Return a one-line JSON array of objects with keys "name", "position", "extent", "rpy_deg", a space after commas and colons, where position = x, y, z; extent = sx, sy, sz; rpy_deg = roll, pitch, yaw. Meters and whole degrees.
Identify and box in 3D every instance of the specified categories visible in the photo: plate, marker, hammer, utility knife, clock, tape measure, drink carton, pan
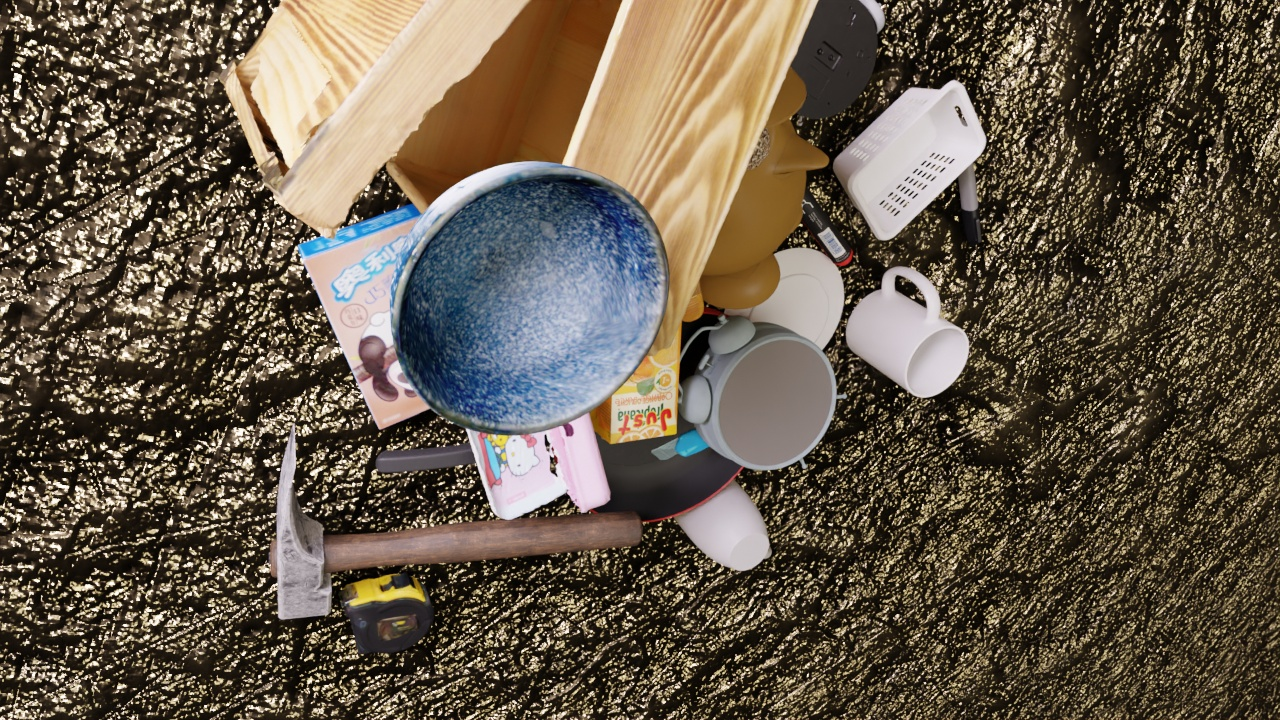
[{"name": "plate", "position": [0.136, -0.039, 0.854], "extent": [0.134, 0.011, 0.135], "rpy_deg": [-13, 122, -22]}, {"name": "marker", "position": [0.312, -0.166, 0.870], "extent": [0.016, 0.022, 0.139], "rpy_deg": [-24, 127, -3]}, {"name": "hammer", "position": [-0.130, 0.123, 0.720], "extent": [0.300, 0.037, 0.218], "rpy_deg": [-1, 140, -21]}, {"name": "utility knife", "position": [0.087, 0.049, 0.809], "extent": [0.173, 0.015, 0.031], "rpy_deg": [-24, 123, -16]}, {"name": "clock", "position": [0.144, -0.252, 0.724], "extent": [0.094, 0.035, 0.123], "rpy_deg": [23, 103, -35]}, {"name": "clock", "position": [0.096, 0.026, 0.772], "extent": [0.159, 0.045, 0.122], "rpy_deg": [29, 91, -28]}, {"name": "tape measure", "position": [-0.217, 0.219, 0.794], "extent": [0.072, 0.042, 0.071], "rpy_deg": [-17, 120, -22]}, {"name": "drink carton", "position": [-0.004, 0.004, 0.715], "extent": [0.058, 0.041, 0.122], "rpy_deg": [-6, 110, -26]}, {"name": "pan", "position": [-0.046, 0.053, 0.774], "extent": [0.355, 0.067, 0.209], "rpy_deg": [-4, 118, -26]}, {"name": "marker", "position": [0.146, -0.131, 0.801], "extent": [0.145, 0.021, 0.023], "rpy_deg": [43, 69, -38]}]

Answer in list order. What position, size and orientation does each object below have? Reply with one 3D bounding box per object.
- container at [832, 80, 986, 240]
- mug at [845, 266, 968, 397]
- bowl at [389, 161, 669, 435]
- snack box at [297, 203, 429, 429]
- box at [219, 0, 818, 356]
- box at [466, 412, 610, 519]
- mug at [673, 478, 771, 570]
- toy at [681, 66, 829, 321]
[{"name": "container", "position": [0.229, -0.178, 0.801], "extent": [0.129, 0.049, 0.081], "rpy_deg": [-43, 128, 0]}, {"name": "mug", "position": [0.253, -0.034, 0.869], "extent": [0.073, 0.090, 0.111], "rpy_deg": [-16, 123, -20]}, {"name": "bowl", "position": [-0.051, -0.033, 0.380], "extent": [0.114, 0.061, 0.114], "rpy_deg": [-14, 125, -21]}, {"name": "snack box", "position": [-0.180, -0.030, 0.677], "extent": [0.087, 0.034, 0.151], "rpy_deg": [-24, 125, -15]}, {"name": "box", "position": [-0.079, -0.188, 0.490], "extent": [0.215, 0.279, 0.258], "rpy_deg": [14, 109, -32]}, {"name": "box", "position": [-0.092, 0.016, 0.667], "extent": [0.095, 0.088, 0.202], "rpy_deg": [-15, 101, -4]}, {"name": "mug", "position": [0.094, 0.166, 0.898], "extent": [0.107, 0.089, 0.071], "rpy_deg": [34, 98, -37]}, {"name": "toy", "position": [0.051, -0.151, 0.640], "extent": [0.203, 0.163, 0.198], "rpy_deg": [69, 37, -50]}]
